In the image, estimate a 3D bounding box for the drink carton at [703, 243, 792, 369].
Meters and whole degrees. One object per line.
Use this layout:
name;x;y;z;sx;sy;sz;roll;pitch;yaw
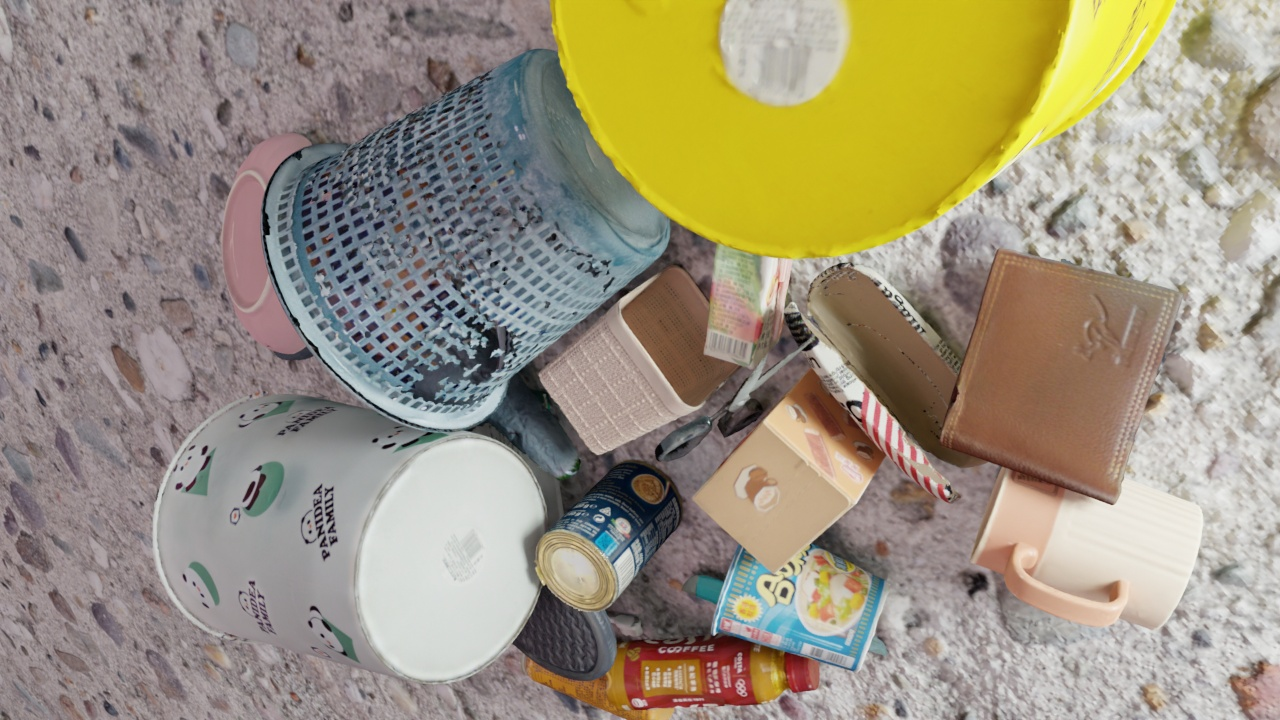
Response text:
drink carton;0.076;-0.060;0.603;0.045;0.053;0.123;20;123;21

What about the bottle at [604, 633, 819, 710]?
bottle;0.058;0.257;0.761;0.175;0.057;0.057;-11;109;20

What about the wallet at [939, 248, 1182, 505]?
wallet;0.236;0.007;0.520;0.101;0.032;0.124;18;93;23

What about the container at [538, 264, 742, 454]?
container;-0.004;0.004;0.667;0.111;0.090;0.090;-33;94;42

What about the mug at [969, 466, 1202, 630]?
mug;0.257;0.110;0.538;0.106;0.114;0.082;20;123;20

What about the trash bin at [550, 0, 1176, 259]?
trash bin;0.106;-0.170;0.397;0.230;0.254;0.230;14;121;25

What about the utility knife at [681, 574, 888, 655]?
utility knife;0.114;0.206;0.745;0.174;0.013;0.029;15;124;22

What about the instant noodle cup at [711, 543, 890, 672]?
instant noodle cup;0.120;0.177;0.679;0.110;0.099;0.099;20;123;15

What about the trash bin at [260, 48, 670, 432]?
trash bin;-0.097;-0.090;0.612;0.195;0.226;0.226;-27;98;27

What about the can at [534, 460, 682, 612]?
can;-0.024;0.139;0.734;0.075;0.110;0.075;15;121;26

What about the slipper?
slipper;-0.097;0.199;0.843;0.269;0.083;0.111;7;113;50

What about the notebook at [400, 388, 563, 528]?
notebook;-0.166;0.080;0.857;0.209;0.012;0.150;9;117;28

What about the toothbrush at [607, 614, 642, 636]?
toothbrush;-0.076;0.244;0.884;0.180;0.016;0.016;0;120;32

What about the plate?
plate;-0.322;-0.101;0.792;0.193;0.039;0.192;2;92;47

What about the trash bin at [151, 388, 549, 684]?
trash bin;-0.227;0.143;0.749;0.252;0.228;0.230;2;115;40

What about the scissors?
scissors;0.060;0.031;0.610;0.163;0.165;0.014;-31;75;18

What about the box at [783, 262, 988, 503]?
box;0.166;0.008;0.585;0.086;0.076;0.163;-43;90;5

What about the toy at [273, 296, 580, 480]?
toy;-0.195;-0.005;0.779;0.357;0.091;0.138;21;125;25

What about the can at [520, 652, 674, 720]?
can;-0.038;0.292;0.857;0.146;0.058;0.058;12;120;27

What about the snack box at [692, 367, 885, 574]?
snack box;0.105;0.073;0.627;0.077;0.094;0.093;43;129;7
